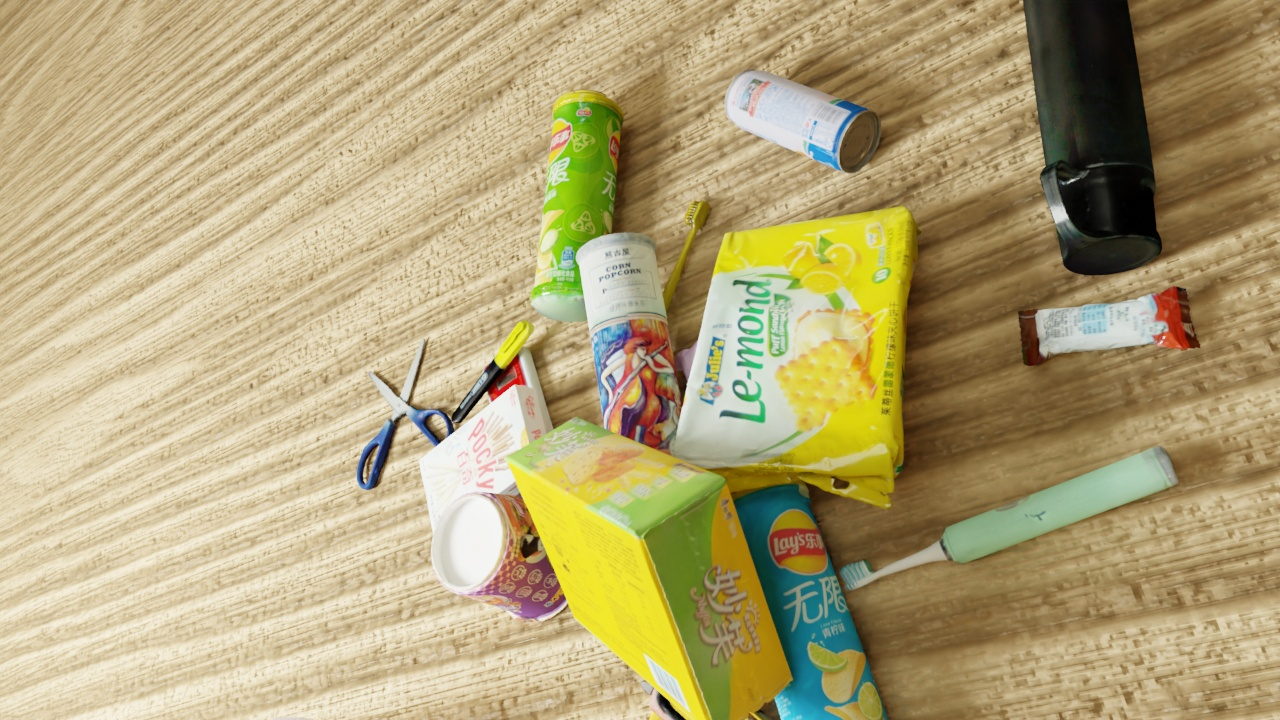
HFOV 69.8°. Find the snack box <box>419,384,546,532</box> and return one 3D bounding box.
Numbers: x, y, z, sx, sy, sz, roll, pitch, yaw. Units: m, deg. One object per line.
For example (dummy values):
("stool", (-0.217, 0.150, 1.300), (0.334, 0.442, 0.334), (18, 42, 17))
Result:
("snack box", (-0.146, 0.097, 0.854), (0.157, 0.026, 0.084), (-37, 57, 32))

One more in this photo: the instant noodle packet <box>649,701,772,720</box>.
("instant noodle packet", (0.041, 0.295, 0.660), (0.111, 0.044, 0.128), (30, 92, 36))

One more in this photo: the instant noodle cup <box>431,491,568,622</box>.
("instant noodle cup", (-0.115, 0.162, 0.783), (0.112, 0.099, 0.111), (-12, 66, 28))

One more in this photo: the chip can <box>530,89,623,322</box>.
("chip can", (-0.059, -0.145, 0.879), (0.073, 0.072, 0.221), (-7, 69, 32))

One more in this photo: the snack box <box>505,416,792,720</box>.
("snack box", (-0.002, 0.137, 0.636), (0.070, 0.158, 0.210), (-28, 20, -23))

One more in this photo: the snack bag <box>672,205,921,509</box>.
("snack bag", (0.122, -0.005, 0.672), (0.158, 0.068, 0.245), (-5, 52, 29))

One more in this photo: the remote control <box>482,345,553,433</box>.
("remote control", (-0.115, 0.050, 0.875), (0.056, 0.020, 0.135), (-32, 57, 20))

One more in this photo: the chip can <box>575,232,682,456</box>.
("chip can", (-0.005, 0.004, 0.769), (0.071, 0.071, 0.214), (-19, 71, 27))

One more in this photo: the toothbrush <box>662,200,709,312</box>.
("toothbrush", (0.020, -0.058, 0.827), (0.017, 0.015, 0.190), (17, 83, 42))

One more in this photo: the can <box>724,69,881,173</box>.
("can", (0.135, -0.206, 0.782), (0.134, 0.053, 0.053), (36, 94, 38))

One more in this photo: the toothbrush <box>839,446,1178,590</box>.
("toothbrush", (0.237, 0.112, 0.609), (0.225, 0.026, 0.027), (-28, 80, 23))

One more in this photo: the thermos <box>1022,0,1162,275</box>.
("thermos", (0.306, -0.184, 0.635), (0.069, 0.090, 0.242), (-23, 57, 50))

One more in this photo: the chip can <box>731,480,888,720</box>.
("chip can", (0.115, 0.190, 0.633), (0.071, 0.071, 0.210), (-29, 59, 22))

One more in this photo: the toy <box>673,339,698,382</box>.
("toy", (0.060, 0.023, 0.755), (0.084, 0.038, 0.108), (-40, 54, 37))

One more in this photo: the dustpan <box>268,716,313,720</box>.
("dustpan", (-0.253, 0.437, 0.746), (0.223, 0.138, 0.273), (-30, 57, 21))

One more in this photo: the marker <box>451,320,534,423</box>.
("marker", (-0.145, 0.012, 0.887), (0.124, 0.015, 0.018), (-51, 45, 8))

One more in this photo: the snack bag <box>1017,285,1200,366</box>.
("snack bag", (0.308, -0.022, 0.611), (0.104, 0.026, 0.048), (-12, 60, 31))

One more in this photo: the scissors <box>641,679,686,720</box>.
("scissors", (0.060, 0.297, 0.596), (0.227, 0.015, 0.188), (-23, 65, 34))

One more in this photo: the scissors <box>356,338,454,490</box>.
("scissors", (-0.250, 0.058, 0.969), (0.163, 0.012, 0.173), (10, 77, 37))
